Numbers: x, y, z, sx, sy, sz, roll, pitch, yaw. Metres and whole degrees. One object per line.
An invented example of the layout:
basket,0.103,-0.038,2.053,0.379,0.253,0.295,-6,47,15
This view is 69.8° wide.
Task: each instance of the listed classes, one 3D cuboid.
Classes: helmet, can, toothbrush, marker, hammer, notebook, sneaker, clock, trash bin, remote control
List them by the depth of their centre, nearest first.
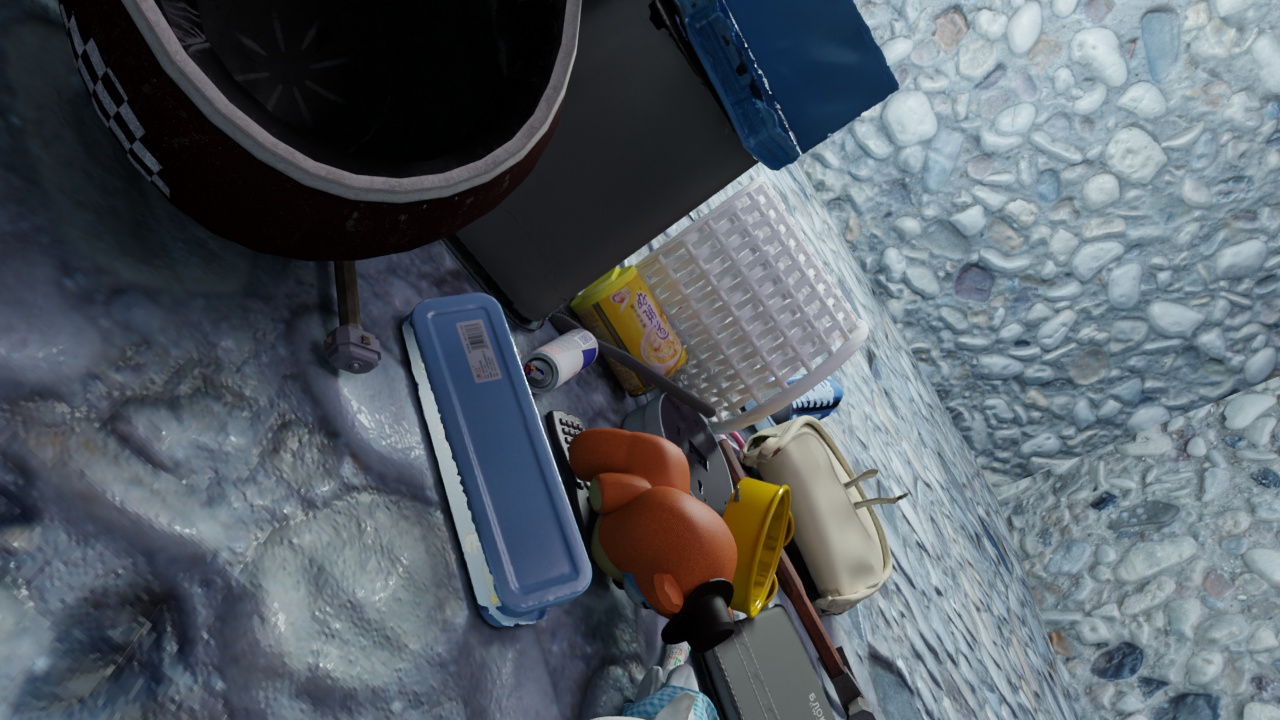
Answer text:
helmet,-0.148,-0.162,0.418,0.232,0.254,0.234,-21,101,-28
hammer,-0.195,-0.129,0.573,0.147,0.028,0.316,25,41,-49
remote control,-0.041,0.094,0.680,0.046,0.009,0.124,26,41,-57
can,-0.062,-0.001,0.716,0.032,0.032,0.095,61,21,-4
marker,0.037,0.202,0.717,0.017,0.017,0.145,58,21,-9
trash bin,-0.041,-0.177,0.719,0.197,0.220,0.197,52,23,-25
notebook,0.118,0.298,0.777,0.208,0.029,0.169,12,52,-61
clock,0.095,0.160,0.786,0.152,0.052,0.113,53,53,-66
toothbrush,-0.005,0.005,0.788,0.167,0.013,0.013,32,21,-10
clock,0.033,0.098,0.799,0.122,0.045,0.159,49,25,-30
can,-0.009,-0.028,0.822,0.105,0.068,0.067,58,21,-12
hammer,0.145,0.214,0.904,0.300,0.028,0.111,62,4,6
sneaker,0.201,0.042,1.182,0.241,0.098,0.083,9,56,-65

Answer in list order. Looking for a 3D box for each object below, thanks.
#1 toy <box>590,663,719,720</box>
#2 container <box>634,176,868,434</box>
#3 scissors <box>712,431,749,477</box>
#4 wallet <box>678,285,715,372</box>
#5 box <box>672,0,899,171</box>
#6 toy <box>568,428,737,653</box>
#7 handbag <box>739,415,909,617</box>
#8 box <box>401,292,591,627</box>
toy,0.004,0.225,0.518,0.105,0.131,0.205,37,13,-7
container,0.097,-0.054,0.920,0.187,0.190,0.189,55,22,-5
scissors,0.075,0.089,0.952,0.179,0.016,0.108,41,29,-44
wallet,0.067,-0.046,1.091,0.072,0.019,0.122,42,28,-42
box,0.080,-0.261,0.632,0.231,0.110,0.094,66,20,10
toy,0.015,0.120,0.638,0.112,0.096,0.176,39,5,-47
handbag,0.212,0.162,1.012,0.229,0.132,0.183,63,24,-2
box,-0.099,0.062,0.570,0.069,0.064,0.210,-9,66,-30
